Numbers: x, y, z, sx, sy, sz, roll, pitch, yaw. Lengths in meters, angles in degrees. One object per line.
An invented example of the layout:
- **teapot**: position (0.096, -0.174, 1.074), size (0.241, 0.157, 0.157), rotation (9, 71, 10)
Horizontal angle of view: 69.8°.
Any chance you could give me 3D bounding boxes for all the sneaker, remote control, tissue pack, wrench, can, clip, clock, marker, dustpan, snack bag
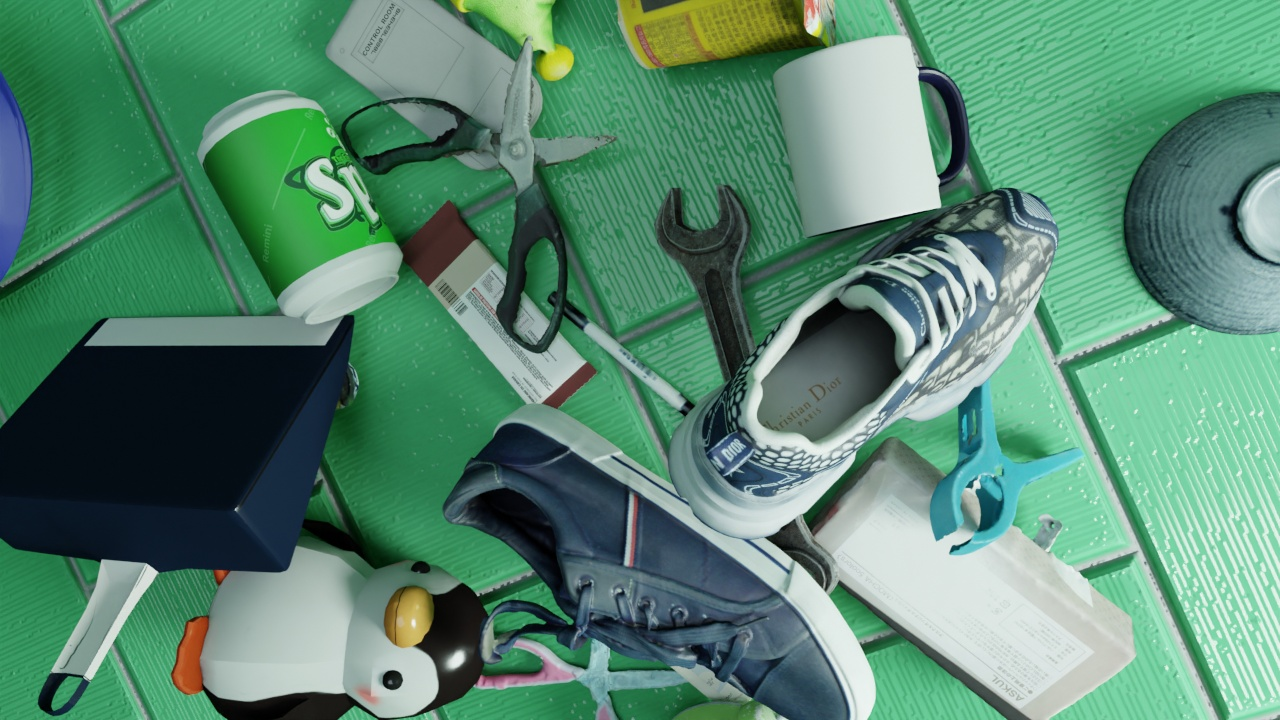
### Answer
- **sneaker**: position (-0.002, 0.152, 0.561), size (0.294, 0.127, 0.121), rotation (33, 136, 12)
- **remote control**: position (0.026, 0.189, 0.628), size (0.125, 0.018, 0.038), rotation (37, 92, 7)
- **tissue pack**: position (0.201, 0.130, 0.562), size (0.181, 0.071, 0.104), rotation (38, 119, 10)
- **wrench**: position (0.067, 0.018, 0.574), size (0.070, 0.010, 0.273), rotation (-19, 85, 41)
- **can**: position (-0.227, -0.102, 0.617), size (0.088, 0.087, 0.140), rotation (-29, 90, 15)
- **clip**: position (0.207, 0.071, 0.528), size (0.097, 0.115, 0.026), rotation (39, 143, 7)
- **clock**: position (0.061, 0.268, 0.607), size (0.119, 0.042, 0.094), rotation (-15, 119, 11)
- **marker**: position (-0.004, 0.004, 0.617), size (0.152, 0.011, 0.011), rotation (39, 104, 6)
- **remote control**: position (-0.137, -0.194, 0.618), size (0.151, 0.019, 0.074), rotation (38, 104, 7)
- **sneaker**: position (0.132, -0.015, 0.484), size (0.269, 0.132, 0.103), rotation (-37, 76, -11)
- **dustpan**: position (-0.333, 0.091, 0.618), size (0.237, 0.272, 0.080), rotation (0, 135, 18)
- **snack bag**: position (-0.100, -0.034, 0.634), size (0.057, 0.013, 0.158), rotation (-43, 86, 17)

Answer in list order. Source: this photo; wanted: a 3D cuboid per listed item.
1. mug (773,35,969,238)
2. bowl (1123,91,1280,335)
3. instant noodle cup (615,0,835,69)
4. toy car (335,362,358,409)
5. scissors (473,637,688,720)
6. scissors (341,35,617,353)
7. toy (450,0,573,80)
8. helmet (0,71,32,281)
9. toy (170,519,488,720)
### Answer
- **mug**: position (0.141, -0.131, 0.536), size (0.111, 0.079, 0.097), rotation (-13, 95, -13)
- **bowl**: position (0.344, -0.079, 0.497), size (0.137, 0.057, 0.137), rotation (2, 98, 13)
- **instant noodle cup**: position (0.049, -0.220, 0.538), size (0.113, 0.100, 0.100), rotation (-8, 96, 25)
- **toy car**: position (-0.244, 0.021, 0.668), size (0.090, 0.027, 0.038), rotation (-12, 89, 14)
- **scissors**: position (-0.041, 0.245, 0.658), size (0.171, 0.013, 0.177), rotation (-7, 94, 11)
- **scissors**: position (-0.113, -0.112, 0.606), size (0.206, 0.015, 0.202), rotation (12, 106, 17)
- **toy**: position (-0.081, -0.253, 0.577), size (0.124, 0.097, 0.131), rotation (-32, 71, 9)
- **helmet**: position (-0.534, -0.139, 0.615), size (0.148, 0.227, 0.241), rotation (15, 99, 21)
- **toy**: position (-0.196, 0.197, 0.642), size (0.184, 0.158, 0.140), rotation (3, 141, 4)
